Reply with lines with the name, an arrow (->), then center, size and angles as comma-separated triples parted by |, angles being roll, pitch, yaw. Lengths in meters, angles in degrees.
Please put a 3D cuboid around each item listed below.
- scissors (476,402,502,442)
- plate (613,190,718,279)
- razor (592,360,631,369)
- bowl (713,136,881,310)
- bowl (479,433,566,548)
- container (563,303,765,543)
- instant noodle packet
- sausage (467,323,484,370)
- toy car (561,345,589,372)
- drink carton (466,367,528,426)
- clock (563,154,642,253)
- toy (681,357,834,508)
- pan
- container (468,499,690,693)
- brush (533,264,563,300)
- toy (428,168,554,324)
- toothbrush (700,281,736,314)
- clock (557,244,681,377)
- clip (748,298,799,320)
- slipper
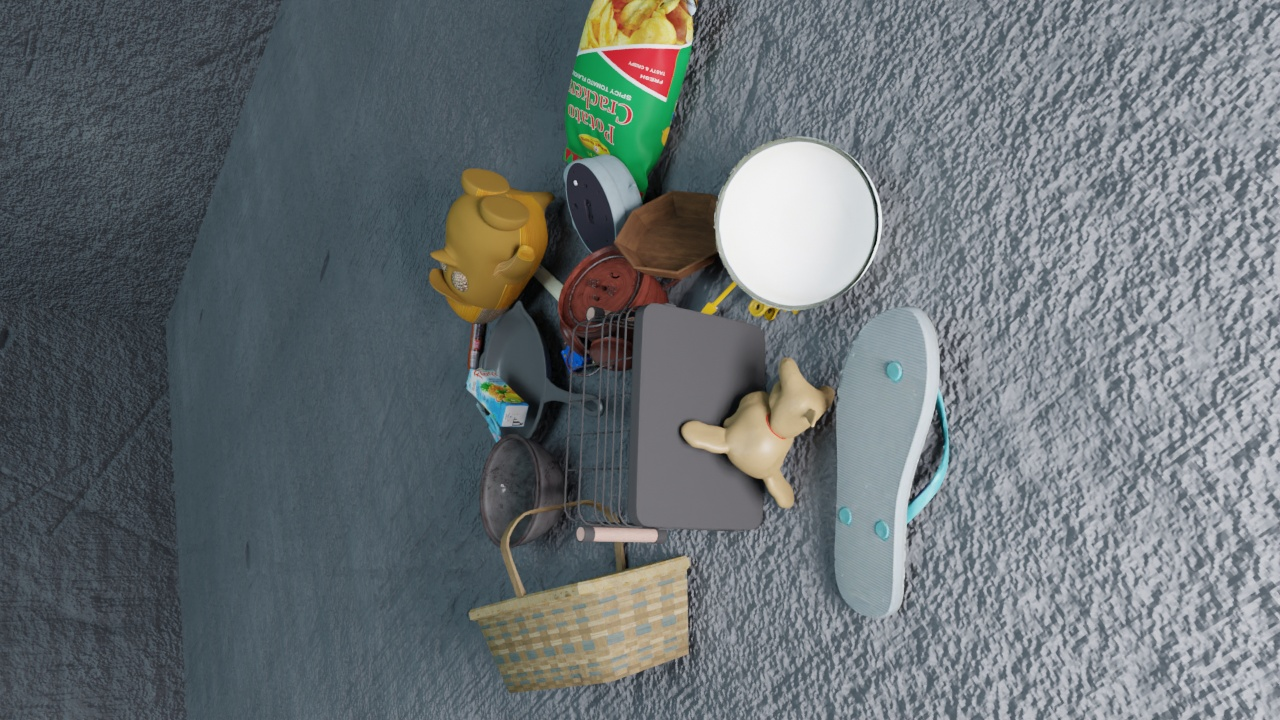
scissors -> -0.215, 0.084, 1.291 | 0.139, 0.015, 0.063 | 36, 145, 54
plate -> 0.040, -0.134, 1.002 | 0.131, 0.025, 0.131 | -10, 48, 11
razor -> -0.006, 0.006, 1.078 | 0.106, 0.042, 0.026 | 14, 91, 43
bowl -> 0.151, -0.125, 0.844 | 0.154, 0.072, 0.153 | 4, 99, 29
bowl -> -0.144, 0.171, 1.186 | 0.145, 0.067, 0.144 | -15, 71, 50
container -> 0.021, 0.063, 0.920 | 0.131, 0.162, 0.241 | -10, 75, 51
instant noodle packet -> -0.019, -0.338, 1.112 | 0.195, 0.090, 0.253 | 40, 122, 46
sausage -> -0.248, -0.052, 1.406 | 0.020, 0.020, 0.155 | 2, 85, 52
toy car -> -0.062, -0.014, 1.165 | 0.033, 0.061, 0.092 | 66, 164, 2
drink carton -> -0.197, 0.049, 1.250 | 0.129, 0.044, 0.039 | 37, 118, 50
clock -> -0.050, -0.190, 1.119 | 0.159, 0.045, 0.123 | 34, 140, 54
toy -> 0.123, 0.059, 0.848 | 0.108, 0.134, 0.105 | -47, 16, 28
pan -> -0.134, 0.034, 1.220 | 0.355, 0.024, 0.216 | 13, 99, 56
container -> -0.072, 0.251, 1.013 | 0.251, 0.157, 0.186 | -27, 73, 46
brush -> -0.152, -0.133, 1.309 | 0.217, 0.012, 0.033 | 43, 115, 45
toy -> -0.216, -0.145, 1.267 | 0.198, 0.162, 0.204 | 54, 133, 37
toothbrush -> 0.119, -0.102, 0.934 | 0.031, 0.030, 0.197 | 48, 124, 7
clock -> -0.035, -0.052, 1.053 | 0.121, 0.072, 0.157 | 27, 79, 44
clip -> 0.137, -0.059, 0.923 | 0.048, 0.039, 0.053 | -45, 51, 31
slipper -> 0.210, 0.084, 0.777 | 0.098, 0.054, 0.269 | 23, 112, 54
